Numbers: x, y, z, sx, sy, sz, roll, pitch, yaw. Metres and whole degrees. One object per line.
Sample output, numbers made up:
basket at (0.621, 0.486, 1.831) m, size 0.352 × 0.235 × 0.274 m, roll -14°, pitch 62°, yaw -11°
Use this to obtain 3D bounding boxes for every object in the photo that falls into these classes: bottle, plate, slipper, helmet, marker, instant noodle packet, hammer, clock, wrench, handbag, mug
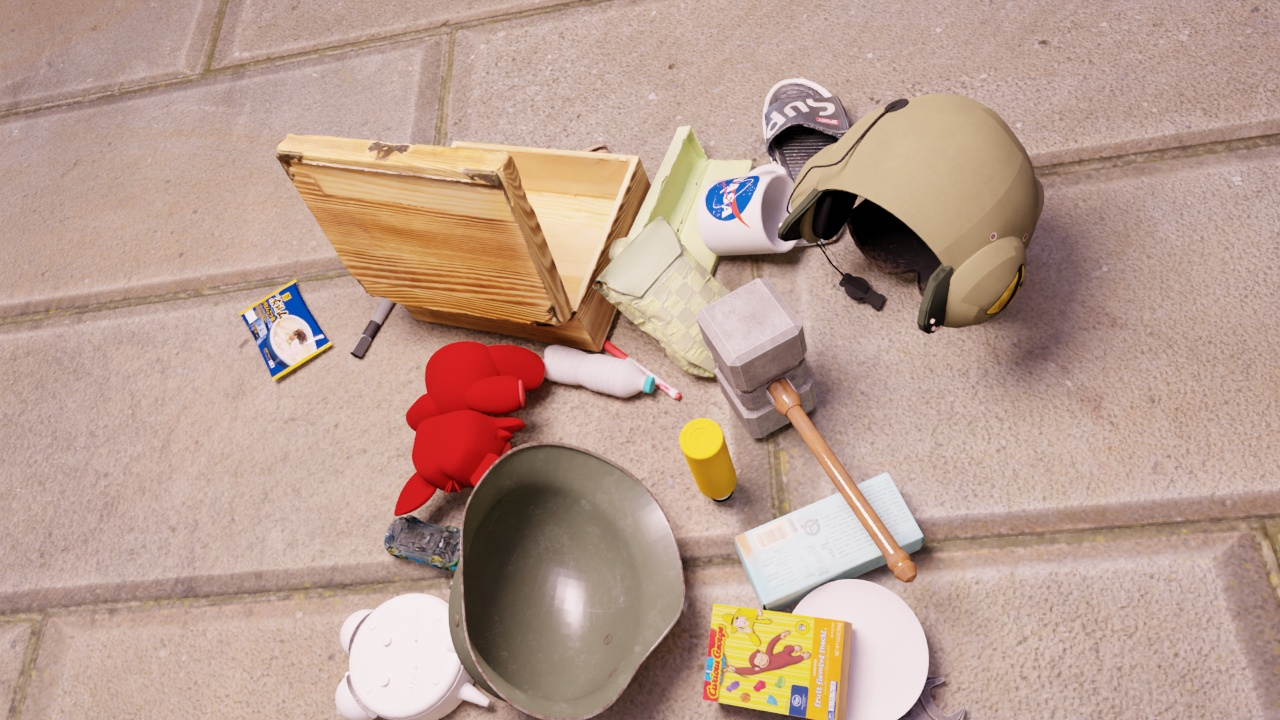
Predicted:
bottle at (0.072, 0.107, 0.934) m, size 0.043 × 0.144 × 0.043 m, roll -6°, pitch 61°, yaw 10°
plate at (0.202, 0.276, 0.864) m, size 0.135 × 0.011 × 0.134 m, roll -8°, pitch 69°, yaw 21°
slipper at (0.207, -0.264, 1.152) m, size 0.111 × 0.063 × 0.263 m, roll -2°, pitch 64°, yaw 13°
helmet at (-0.094, 0.232, 0.888) m, size 0.227 × 0.154 × 0.267 m, roll 24°, pitch 41°, yaw -16°
marker at (-0.006, 0.006, 1.086) m, size 0.142 × 0.013 × 0.012 m, roll 35°, pitch 75°, yaw 27°
instant noodle packet at (-0.473, -0.042, 1.219) m, size 0.087 × 0.026 × 0.134 m, roll -34°, pitch 60°, yaw -9°
hammer at (0.172, 0.082, 0.895) m, size 0.083 × 0.163 × 0.317 m, roll -29°, pitch 54°, yaw -3°
marker at (-0.338, -0.065, 1.203) m, size 0.016 × 0.016 × 0.140 m, roll 17°, pitch 67°, yaw 21°
bottle at (-0.049, 0.014, 1.072) m, size 0.136 × 0.044 × 0.044 m, roll 13°, pitch 66°, yaw 20°
clock at (-0.238, 0.305, 0.945) m, size 0.161 × 0.073 × 0.125 m, roll -10°, pitch 60°, yaw 8°
wrench at (0.165, 0.348, 0.859) m, size 0.273 × 0.010 × 0.070 m, roll -15°, pitch 60°, yaw 5°
helmet at (0.289, -0.145, 0.940) m, size 0.250 × 0.256 × 0.232 m, roll 38°, pitch 80°, yaw 26°
handbag at (0.033, -0.067, 1.059) m, size 0.186 × 0.117 × 0.113 m, roll 46°, pitch 80°, yaw -13°
mug at (0.136, -0.184, 1.091) m, size 0.090 × 0.091 × 0.121 m, roll 3°, pitch 60°, yaw 42°

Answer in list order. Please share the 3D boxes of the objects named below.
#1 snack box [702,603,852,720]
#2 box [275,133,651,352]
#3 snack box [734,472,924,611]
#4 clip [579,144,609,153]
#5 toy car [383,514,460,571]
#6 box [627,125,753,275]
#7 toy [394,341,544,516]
snack box at (0.129, 0.283, 0.863) m, size 0.126 × 0.040 × 0.088 m, roll 1°, pitch 73°, yaw 24°
box at (-0.187, -0.175, 1.040) m, size 0.279 × 0.336 × 0.286 m, roll 11°, pitch 67°, yaw 21°
snack box at (0.187, 0.183, 0.918) m, size 0.175 × 0.053 × 0.075 m, roll -24°, pitch 60°, yaw 2°
clip at (-0.071, -0.277, 1.249) m, size 0.049 × 0.026 × 0.061 m, roll 38°, pitch 84°, yaw 32°
toy car at (-0.236, 0.204, 1.023) m, size 0.105 × 0.032 × 0.048 m, roll 7°, pitch 65°, yaw 23°
box at (0.062, -0.199, 1.141) m, size 0.098 × 0.082 × 0.187 m, roll 6°, pitch 63°, yaw 30°
toy at (-0.194, 0.074, 1.031) m, size 0.159 × 0.120 × 0.196 m, roll -12°, pitch 55°, yaw 21°
